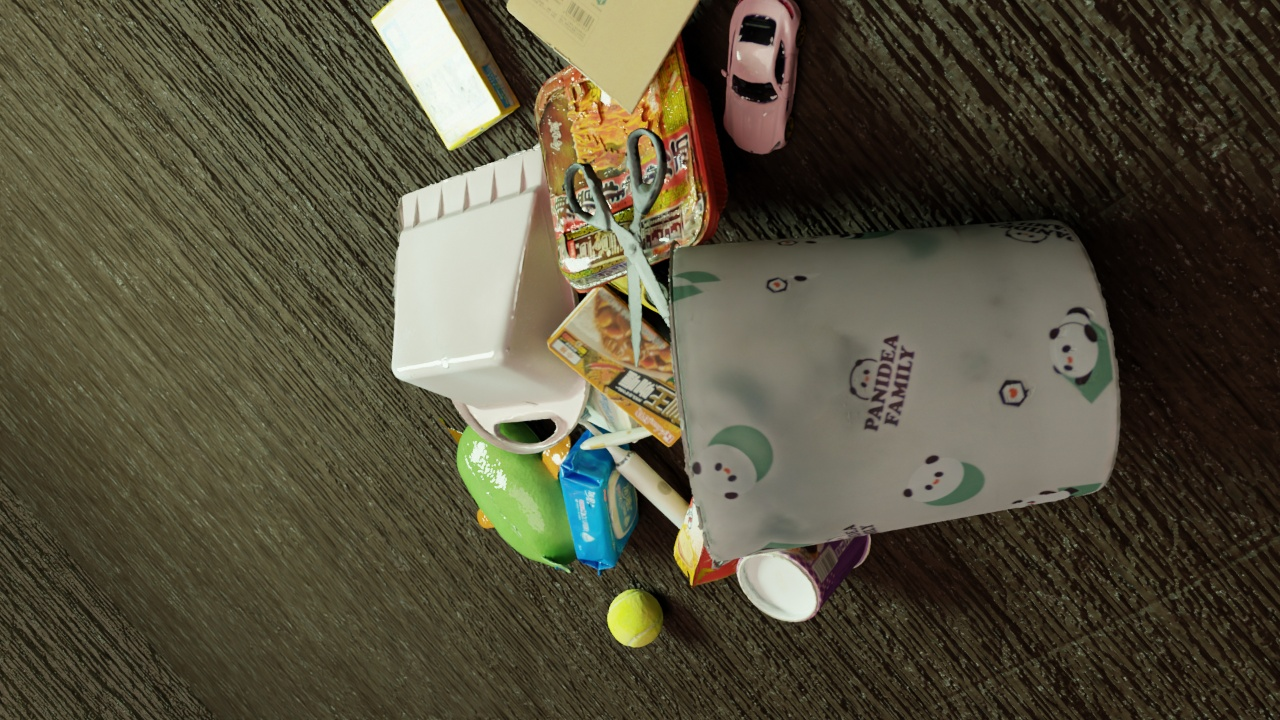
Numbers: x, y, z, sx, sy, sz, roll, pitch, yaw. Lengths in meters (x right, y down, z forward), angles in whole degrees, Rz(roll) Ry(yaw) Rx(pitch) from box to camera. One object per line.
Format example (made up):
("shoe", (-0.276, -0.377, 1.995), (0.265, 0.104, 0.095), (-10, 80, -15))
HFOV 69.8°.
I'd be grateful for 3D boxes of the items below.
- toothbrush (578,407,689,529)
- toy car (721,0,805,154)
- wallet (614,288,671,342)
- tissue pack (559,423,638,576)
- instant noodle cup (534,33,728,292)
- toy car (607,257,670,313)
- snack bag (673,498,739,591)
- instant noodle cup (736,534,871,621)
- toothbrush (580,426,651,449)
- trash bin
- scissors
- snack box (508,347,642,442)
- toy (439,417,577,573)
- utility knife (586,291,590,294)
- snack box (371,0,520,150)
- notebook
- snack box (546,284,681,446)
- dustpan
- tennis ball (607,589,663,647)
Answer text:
("toothbrush", (0.003, 0.121, 0.948), (0.026, 0.026, 0.221), (-35, 108, 31))
("toy car", (0.090, -0.214, 0.692), (0.056, 0.037, 0.123), (21, 130, 26))
("wallet", (0.021, -0.023, 0.881), (0.122, 0.020, 0.097), (37, 133, 8))
("tissue pack", (-0.040, 0.143, 0.982), (0.052, 0.094, 0.157), (2, 120, 21))
("instant noodle cup", (-0.003, -0.161, 0.739), (0.165, 0.079, 0.188), (-16, 83, 41))
("toy car", (-0.005, -0.086, 0.822), (0.156, 0.071, 0.041), (32, 128, 18))
("snack bag", (0.080, 0.121, 0.853), (0.073, 0.128, 0.208), (22, 138, 14))
("instant noodle cup", (0.148, 0.185, 0.870), (0.112, 0.099, 0.112), (20, 129, 26))
("toothbrush", (0.030, 0.067, 0.892), (0.192, 0.016, 0.018), (-14, 122, 17))
("trash bin", (0.160, 0.013, 0.626), (0.252, 0.229, 0.230), (-8, 117, 8))
("scissors", (-0.008, -0.090, 0.688), (0.159, 0.014, 0.175), (34, 114, 31))
("snack box", (-0.066, 0.022, 0.942), (0.157, 0.026, 0.085), (22, 146, 30))
("toy", (-0.143, 0.135, 1.045), (0.246, 0.089, 0.228), (54, 138, 8))
("utility knife", (-0.025, -0.005, 0.900), (0.029, 0.013, 0.205), (15, 139, 37))
("snack box", (-0.181, -0.276, 0.851), (0.087, 0.033, 0.140), (-19, 104, 42))
("notebook", (-0.004, -0.307, 0.661), (0.148, 0.008, 0.208), (44, 118, 18))
("snack box", (-0.005, 0.005, 0.845), (0.153, 0.026, 0.075), (41, 99, -16))
("dustpan", (-0.144, -0.051, 0.934), (0.223, 0.138, 0.273), (-5, 72, 39))
("tennis ball", (-0.006, 0.304, 1.082), (0.065, 0.065, 0.066), (19, 128, 26))
